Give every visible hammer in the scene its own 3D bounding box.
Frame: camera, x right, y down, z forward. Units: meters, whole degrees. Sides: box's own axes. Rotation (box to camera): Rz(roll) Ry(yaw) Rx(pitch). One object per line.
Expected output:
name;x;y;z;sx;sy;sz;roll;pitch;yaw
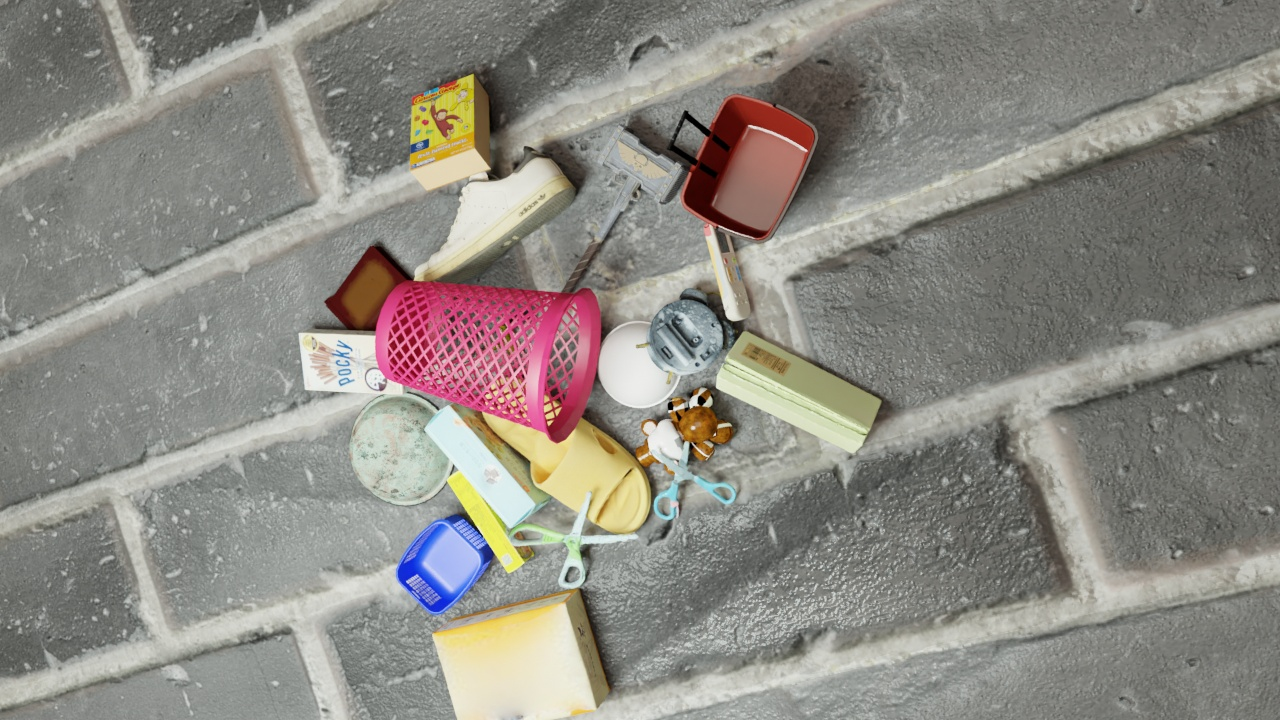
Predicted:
hammer;-0.067;-0.129;1.148;0.098;0.044;0.322;35;104;9

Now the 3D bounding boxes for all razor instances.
razor;-0.212;-0.009;1.202;0.106;0.026;0.042;-22;91;19

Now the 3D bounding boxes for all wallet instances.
wallet;-0.364;-0.087;1.237;0.091;0.018;0.116;45;105;6

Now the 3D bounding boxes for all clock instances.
clock;0.061;-0.034;1.104;0.129;0.052;0.090;-39;89;-14

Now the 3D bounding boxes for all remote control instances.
remote control;0.105;-0.109;1.104;0.018;0.038;0.125;-16;90;36

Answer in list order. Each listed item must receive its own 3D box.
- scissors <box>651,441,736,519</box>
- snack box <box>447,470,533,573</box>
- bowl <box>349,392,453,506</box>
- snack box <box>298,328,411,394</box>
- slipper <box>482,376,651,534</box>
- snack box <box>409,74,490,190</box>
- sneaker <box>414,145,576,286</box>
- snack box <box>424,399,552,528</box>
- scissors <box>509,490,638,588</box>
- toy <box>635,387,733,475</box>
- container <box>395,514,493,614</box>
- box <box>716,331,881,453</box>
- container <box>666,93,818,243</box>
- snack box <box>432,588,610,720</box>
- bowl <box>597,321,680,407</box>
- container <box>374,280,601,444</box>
scissors;0.066;0.151;1.124;0.125;0.015;0.136;6;132;-2
snack box;-0.197;0.207;1.205;0.029;0.040;0.148;-36;85;14
bowl;-0.329;0.122;1.232;0.157;0.038;0.157;1;95;14
snack box;-0.385;0.001;1.237;0.150;0.026;0.082;2;106;14
slipper;-0.097;0.117;1.155;0.263;0.078;0.099;39;100;8
snack box;-0.237;-0.285;1.144;0.088;0.040;0.125;-15;58;15
sneaker;-0.201;-0.181;1.150;0.242;0.088;0.102;-33;87;13
snack box;-0.193;0.130;1.180;0.053;0.075;0.174;-45;83;14
scissors;-0.082;0.231;1.161;0.172;0.023;0.169;-3;115;17
toy;0.048;0.092;1.127;0.113;0.067;0.087;-33;86;23
container;-0.256;0.267;1.215;0.096;0.058;0.114;42;103;8
box;0.182;0.044;1.082;0.188;0.077;0.089;28;100;9
container;0.115;-0.212;1.010;0.127;0.200;0.148;27;100;11
snack box;-0.157;0.396;1.189;0.195;0.080;0.145;-17;89;15
bowl;-0.007;0.006;1.141;0.110;0.040;0.110;1;95;14
container;-0.184;-0.015;1.095;0.226;0.183;0.183;11;97;14
